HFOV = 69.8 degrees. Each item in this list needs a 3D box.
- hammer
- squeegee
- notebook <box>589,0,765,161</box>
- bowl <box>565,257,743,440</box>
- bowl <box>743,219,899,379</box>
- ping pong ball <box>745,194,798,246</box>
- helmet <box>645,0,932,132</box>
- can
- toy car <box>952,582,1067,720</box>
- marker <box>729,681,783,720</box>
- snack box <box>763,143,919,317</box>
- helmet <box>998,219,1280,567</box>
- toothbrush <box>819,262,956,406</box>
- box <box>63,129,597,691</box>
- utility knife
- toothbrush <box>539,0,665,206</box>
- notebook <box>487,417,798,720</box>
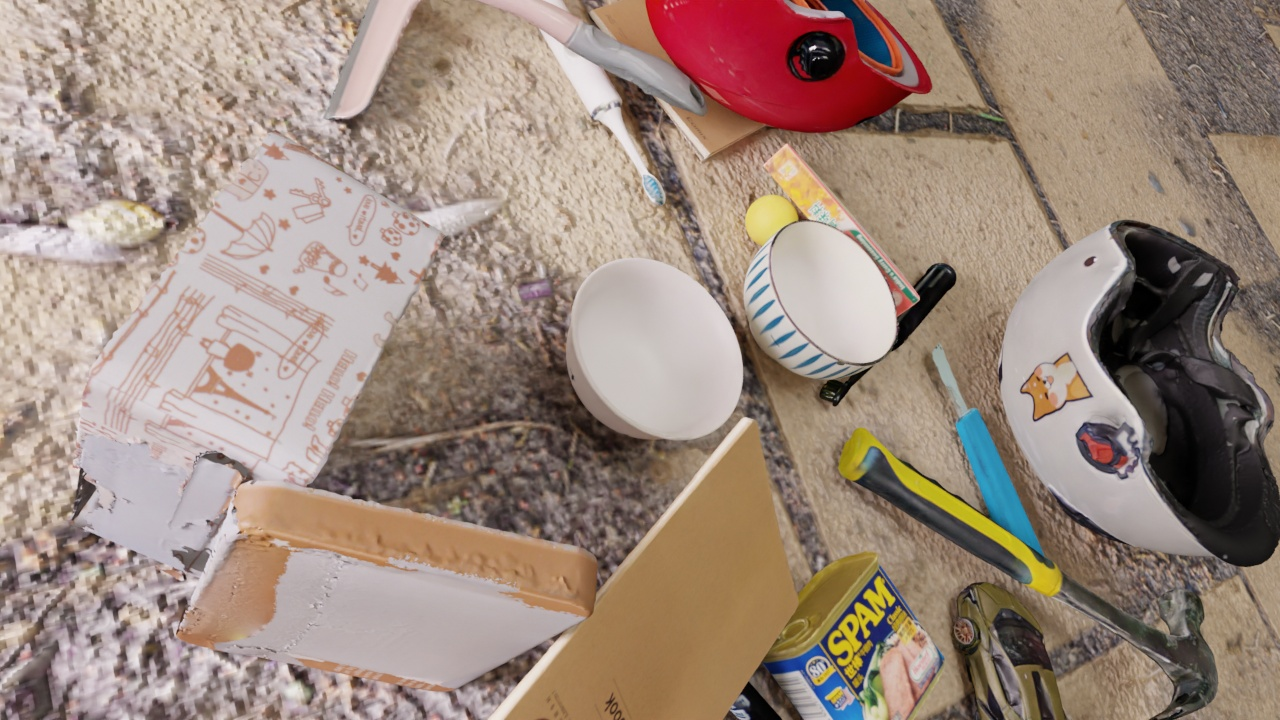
[{"bbox_3d":[0.284,0.151,0.665,0.323,0.032,0.125,32,42,-6],"label":"hammer"},{"bbox_3d":[-0.058,-0.227,0.637,0.249,0.040,0.247,18,62,-18],"label":"squeegee"},{"bbox_3d":[0.070,-0.264,0.787,0.149,0.012,0.210,52,50,2],"label":"notebook"},{"bbox_3d":[-0.003,0.003,0.564,0.118,0.065,0.118,15,59,-27],"label":"bowl"},{"bbox_3d":[0.121,-0.036,0.664,0.116,0.066,0.116,15,58,-26],"label":"bowl"},{"bbox_3d":[0.101,-0.107,0.705,0.040,0.040,0.040,15,59,-26],"label":"ping pong ball"},{"bbox_3d":[0.099,-0.261,0.704,0.240,0.144,0.206,41,35,-23],"label":"helmet"},{"bbox_3d":[0.131,0.182,0.565,0.101,0.057,0.083,-35,90,-39],"label":"can"},{"bbox_3d":[0.260,0.230,0.634,0.070,0.042,0.158,10,58,-29],"label":"toy car"},{"bbox_3d":[0.056,0.185,0.510,0.132,0.020,0.022,51,27,-26],"label":"marker"},{"bbox_3d":[0.159,-0.105,0.726,0.156,0.027,0.077,49,16,-2],"label":"snack box"},{"bbox_3d":[0.386,0.031,0.745,0.229,0.157,0.274,-5,80,-37],"label":"helmet"},{"bbox_3d":[0.201,-0.023,0.738,0.027,0.026,0.212,28,46,26],"label":"toothbrush"},{"bbox_3d":[-0.118,0.045,0.392,0.193,0.184,0.156,29,54,-19],"label":"box"},{"bbox_3d":[0.276,0.080,0.734,0.034,0.018,0.204,-8,72,-34],"label":"utility knife"},{"bbox_3d":[-0.039,-0.208,0.677,0.221,0.027,0.026,60,10,7],"label":"toothbrush"},{"bbox_3d":[0.010,0.144,0.426,0.207,0.008,0.148,-45,133,-33],"label":"notebook"}]
